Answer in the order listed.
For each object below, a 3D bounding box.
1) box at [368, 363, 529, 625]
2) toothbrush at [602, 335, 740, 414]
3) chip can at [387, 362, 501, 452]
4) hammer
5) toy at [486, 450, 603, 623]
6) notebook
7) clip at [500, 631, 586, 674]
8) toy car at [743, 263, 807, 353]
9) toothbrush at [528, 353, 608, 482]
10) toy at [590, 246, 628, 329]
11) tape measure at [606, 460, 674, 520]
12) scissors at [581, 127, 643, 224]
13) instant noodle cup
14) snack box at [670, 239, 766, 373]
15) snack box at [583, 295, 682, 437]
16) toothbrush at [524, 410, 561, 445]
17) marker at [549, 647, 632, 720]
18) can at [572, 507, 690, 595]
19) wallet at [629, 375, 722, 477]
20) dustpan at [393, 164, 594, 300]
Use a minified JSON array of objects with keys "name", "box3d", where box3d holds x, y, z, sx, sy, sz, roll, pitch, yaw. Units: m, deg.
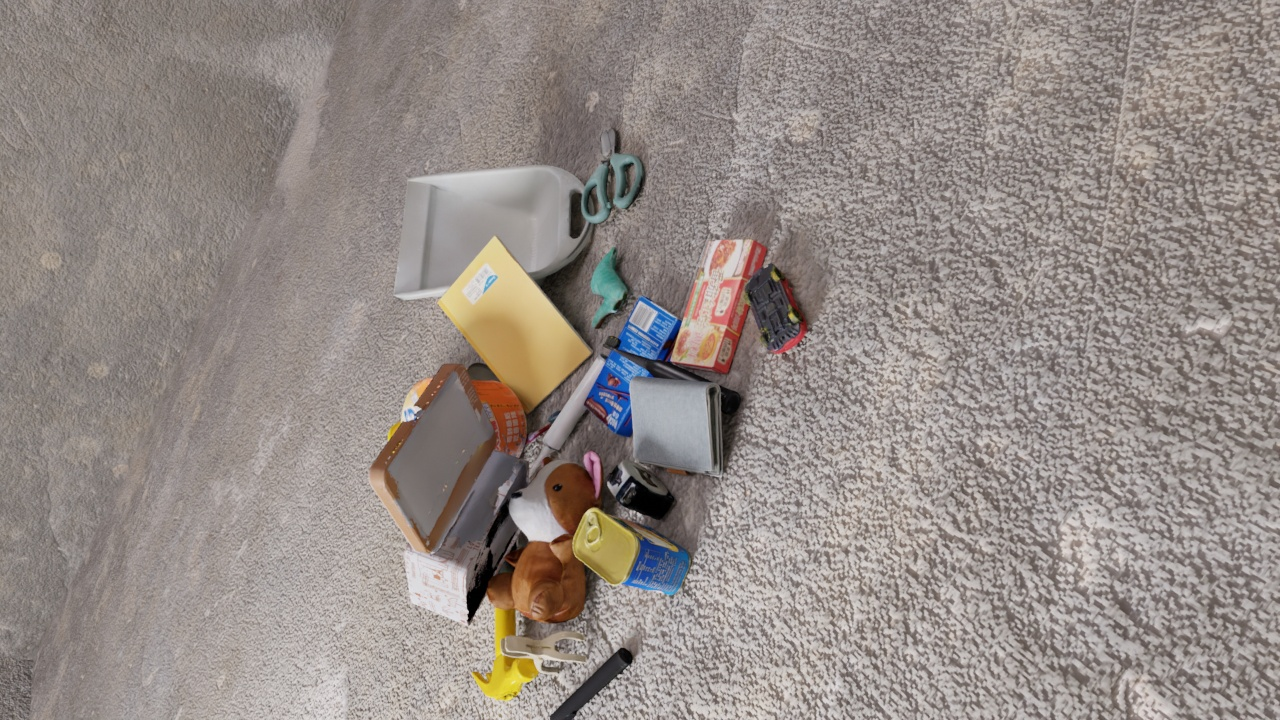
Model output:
[{"name":"box","box3d":[-0.206,0.153,1.035,0.261,0.103,0.178,97,-166,-45]},{"name":"toothbrush","box3d":[0.028,0.012,1.043,0.213,0.026,0.027,26,93,43]},{"name":"chip can","box3d":[-0.296,0.082,1.388,0.214,0.072,0.072,-33,49,35]},{"name":"hammer","box3d":[-0.172,0.277,1.159,0.129,0.032,0.300,-45,39,41]},{"name":"toy","box3d":[-0.108,0.200,1.069,0.140,0.130,0.199,-4,59,46]},{"name":"notebook","box3d":[-0.174,-0.046,1.251,0.146,0.010,0.206,-43,84,28]},{"name":"clip","box3d":[-0.100,0.321,1.024,0.096,0.101,0.035,-15,55,14]},{"name":"toy car","box3d":[0.142,-0.056,0.966,0.049,0.031,0.106,-42,45,28]},{"name":"toothbrush","box3d":[-0.101,0.087,1.187,0.026,0.026,0.221,36,104,6]},{"name":"toy","box3d":[-0.044,-0.092,1.210,0.097,0.030,0.092,-58,36,20]},{"name":"tape measure","box3d":[-0.003,0.140,1.010,0.033,0.065,0.066,-54,41,9]},{"name":"scissors","box3d":[-0.058,-0.260,1.311,0.129,0.019,0.185,-41,44,16]},{"name":"instant noodle cup","box3d":[-0.232,0.092,1.230,0.152,0.111,0.151,5,98,40]},{"name":"snack box","box3d":[0.088,-0.063,1.039,0.075,0.025,0.152,9,79,52]},{"name":"snack box","box3d":[-0.007,0.007,1.115,0.084,0.026,0.157,37,101,51]},{"name":"toothbrush","box3d":[-0.161,0.109,1.256,0.188,0.017,0.016,-31,49,36]},{"name":"marker","box3d":[-0.055,0.358,0.998,0.132,0.020,0.022,-49,30,23]},{"name":"can","box3d":[-0.009,0.204,0.971,0.102,0.083,0.057,22,89,53]},{"name":"wallet","box3d":[0.041,0.072,1.004,0.130,0.036,0.106,4,99,51]},{"name":"dustpan","box3d":[-0.208,-0.199,1.331,0.143,0.257,0.222,126,148,-55]}]
